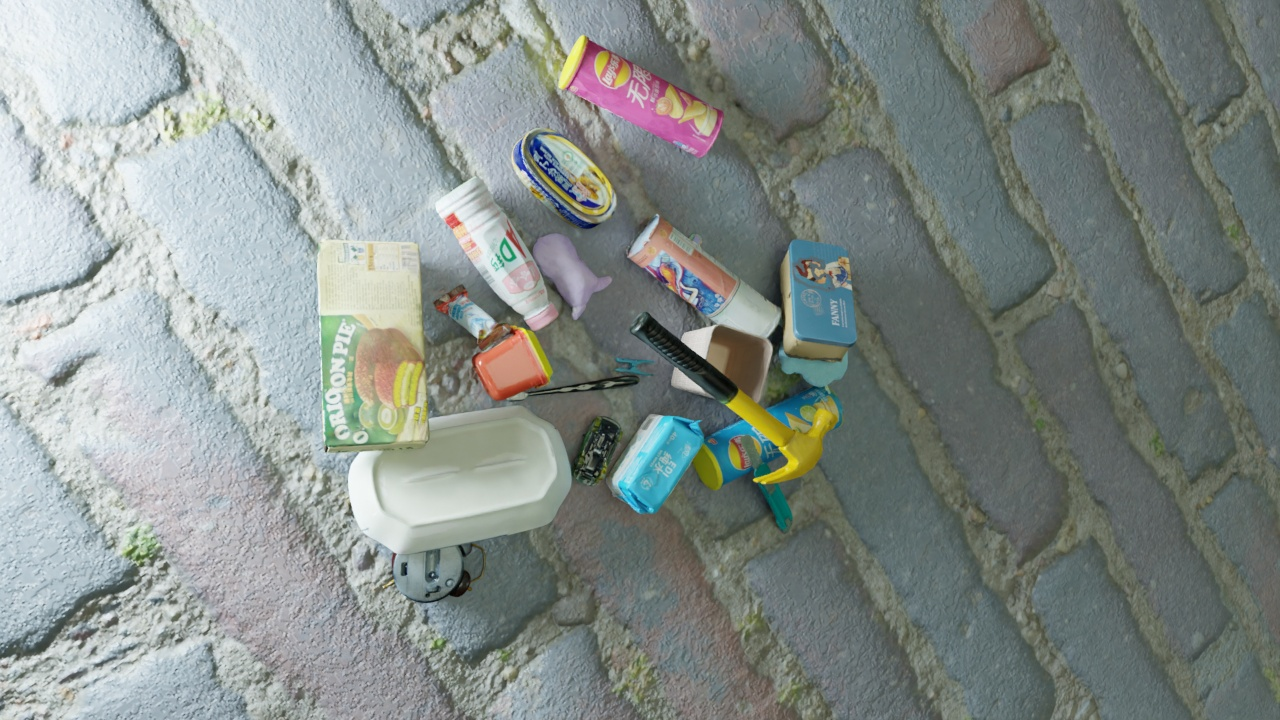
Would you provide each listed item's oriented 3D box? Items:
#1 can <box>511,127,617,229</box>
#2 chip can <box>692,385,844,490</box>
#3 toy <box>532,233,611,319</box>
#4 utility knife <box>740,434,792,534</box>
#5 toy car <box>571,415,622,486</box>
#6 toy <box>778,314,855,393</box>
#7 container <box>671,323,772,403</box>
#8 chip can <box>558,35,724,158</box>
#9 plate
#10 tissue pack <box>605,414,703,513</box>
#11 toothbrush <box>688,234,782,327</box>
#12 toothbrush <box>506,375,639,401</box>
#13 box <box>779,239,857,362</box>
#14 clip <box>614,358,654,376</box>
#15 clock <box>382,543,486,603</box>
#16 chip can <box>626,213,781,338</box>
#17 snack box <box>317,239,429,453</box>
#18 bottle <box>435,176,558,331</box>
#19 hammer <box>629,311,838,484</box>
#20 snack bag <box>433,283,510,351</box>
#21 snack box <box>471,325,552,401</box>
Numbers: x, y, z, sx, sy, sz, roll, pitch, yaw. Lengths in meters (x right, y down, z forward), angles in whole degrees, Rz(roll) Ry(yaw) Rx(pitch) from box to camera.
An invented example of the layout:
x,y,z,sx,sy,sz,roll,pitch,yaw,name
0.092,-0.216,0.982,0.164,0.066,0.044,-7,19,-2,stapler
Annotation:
x,y,z,sx,sy,sz,roll,pitch,yaw,name
-0.095,-0.230,1.164,0.148,0.049,0.074,43,76,-15,can
0.174,0.102,1.250,0.210,0.071,0.071,-23,97,-20,chip can
-0.091,-0.117,1.171,0.108,0.039,0.083,49,56,-10,toy
0.171,0.167,1.230,0.029,0.013,0.216,-45,132,-17,utility knife
-0.058,0.116,1.181,0.043,0.036,0.091,28,81,-17,toy car
0.247,-0.031,1.276,0.161,0.050,0.156,-15,70,-28,toy
0.102,0.007,1.203,0.090,0.111,0.090,16,84,-20,container
0.003,-0.339,1.191,0.210,0.071,0.071,23,81,-19,chip can
-0.209,0.134,1.094,0.265,0.034,0.162,-7,69,-21,plate
0.020,0.130,1.181,0.063,0.090,0.140,38,77,-16,tissue pack
0.138,-0.107,1.267,0.189,0.029,0.020,40,118,-17,toothbrush
-0.084,0.036,1.184,0.180,0.018,0.015,-7,89,-22,toothbrush
0.237,-0.075,1.235,0.089,0.061,0.184,6,54,-8,box
-0.008,0.007,1.214,0.056,0.014,0.042,8,86,-22,clip
-0.244,0.244,1.099,0.121,0.055,0.082,3,87,-22,clock
0.085,-0.104,1.219,0.214,0.071,0.071,36,77,-16,chip can
-0.307,-0.016,1.049,0.114,0.063,0.240,-2,78,-20,snack box
-0.170,-0.127,1.127,0.068,0.068,0.197,-38,105,-17,bottle
0.109,0.042,1.128,0.300,0.033,0.128,38,77,-17,hammer
-0.204,-0.053,1.110,0.048,0.104,0.026,-38,144,-17,snack bag
-0.159,0.005,1.118,0.080,0.091,0.082,-27,99,-12,snack box
